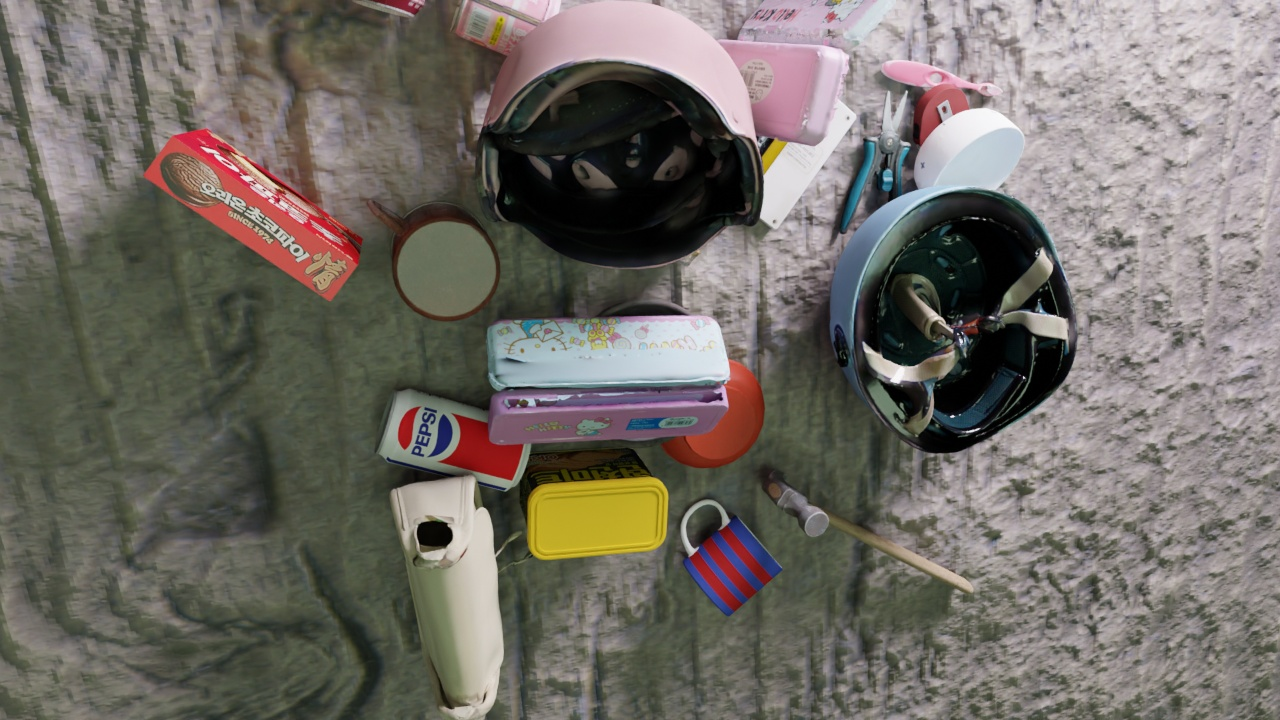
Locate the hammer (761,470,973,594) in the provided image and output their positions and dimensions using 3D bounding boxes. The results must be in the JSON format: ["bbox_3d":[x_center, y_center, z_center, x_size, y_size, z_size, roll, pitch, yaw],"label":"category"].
[{"bbox_3d":[0.261,0.196,1.003,0.331,0.119,0.031,27,98,-30],"label":"hammer"}]

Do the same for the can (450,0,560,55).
[{"bbox_3d":[-0.112,-0.291,0.766,0.076,0.067,0.067,17,101,-19],"label":"can"}]

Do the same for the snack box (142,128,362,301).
[{"bbox_3d":[-0.299,-0.119,0.733,0.152,0.132,0.036,37,94,-22],"label":"snack box"}]

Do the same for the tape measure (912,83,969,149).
[{"bbox_3d":[0.294,-0.242,0.907,0.059,0.019,0.051,-33,128,5],"label":"tape measure"}]

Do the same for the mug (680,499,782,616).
[{"bbox_3d":[0.085,0.203,0.972,0.076,0.075,0.112,-41,86,0],"label":"mug"}]

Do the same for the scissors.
[{"bbox_3d":[0.239,-0.185,0.918,0.120,0.019,0.150,-30,110,-1],"label":"scissors"}]

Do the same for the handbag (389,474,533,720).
[{"bbox_3d":[-0.150,0.203,0.832,0.132,0.184,0.229,-11,118,-11],"label":"handbag"}]

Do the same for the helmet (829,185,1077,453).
[{"bbox_3d":[0.280,-0.050,0.887,0.225,0.166,0.266,-27,119,-5],"label":"helmet"}]

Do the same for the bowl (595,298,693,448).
[{"bbox_3d":[-0.005,0.005,0.884,0.145,0.067,0.145,-4,107,-14],"label":"bowl"}]

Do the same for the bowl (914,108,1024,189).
[{"bbox_3d":[0.316,-0.201,0.902,0.104,0.054,0.105,-18,145,-14],"label":"bowl"}]

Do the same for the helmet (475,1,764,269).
[{"bbox_3d":[-0.018,-0.185,0.756,0.230,0.152,0.256,-5,152,9],"label":"helmet"}]

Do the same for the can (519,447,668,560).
[{"bbox_3d":[-0.050,0.134,0.892,0.130,0.101,0.072,-2,106,-15],"label":"can"}]

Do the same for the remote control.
[{"bbox_3d":[0.152,-0.197,0.895,0.050,0.011,0.136,33,95,-21],"label":"remote control"}]

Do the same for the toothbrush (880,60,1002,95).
[{"bbox_3d":[0.299,-0.278,0.908,0.135,0.016,0.022,5,110,-17],"label":"toothbrush"}]

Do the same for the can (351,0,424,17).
[{"bbox_3d":[-0.196,-0.339,0.732,0.063,0.063,0.114,10,103,-18],"label":"can"}]

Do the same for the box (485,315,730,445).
[{"bbox_3d":[-0.032,0.013,0.824,0.214,0.090,0.092,-2,63,-14],"label":"box"}]

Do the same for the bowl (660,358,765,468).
[{"bbox_3d":[0.076,0.059,0.939,0.122,0.035,0.122,-4,107,-14],"label":"bowl"}]

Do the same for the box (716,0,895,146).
[{"bbox_3d":[0.121,-0.259,0.765,0.059,0.201,0.156,21,100,-28],"label":"box"}]

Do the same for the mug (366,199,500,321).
[{"bbox_3d":[-0.182,-0.096,0.787,0.123,0.110,0.096,34,90,-22],"label":"mug"}]

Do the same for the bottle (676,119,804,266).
[{"bbox_3d":[0.083,-0.174,0.861,0.053,0.053,0.186,34,95,-21],"label":"bottle"}]

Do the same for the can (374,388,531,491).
[{"bbox_3d":[-0.174,0.074,0.858,0.132,0.070,0.070,17,101,-19],"label":"can"}]
